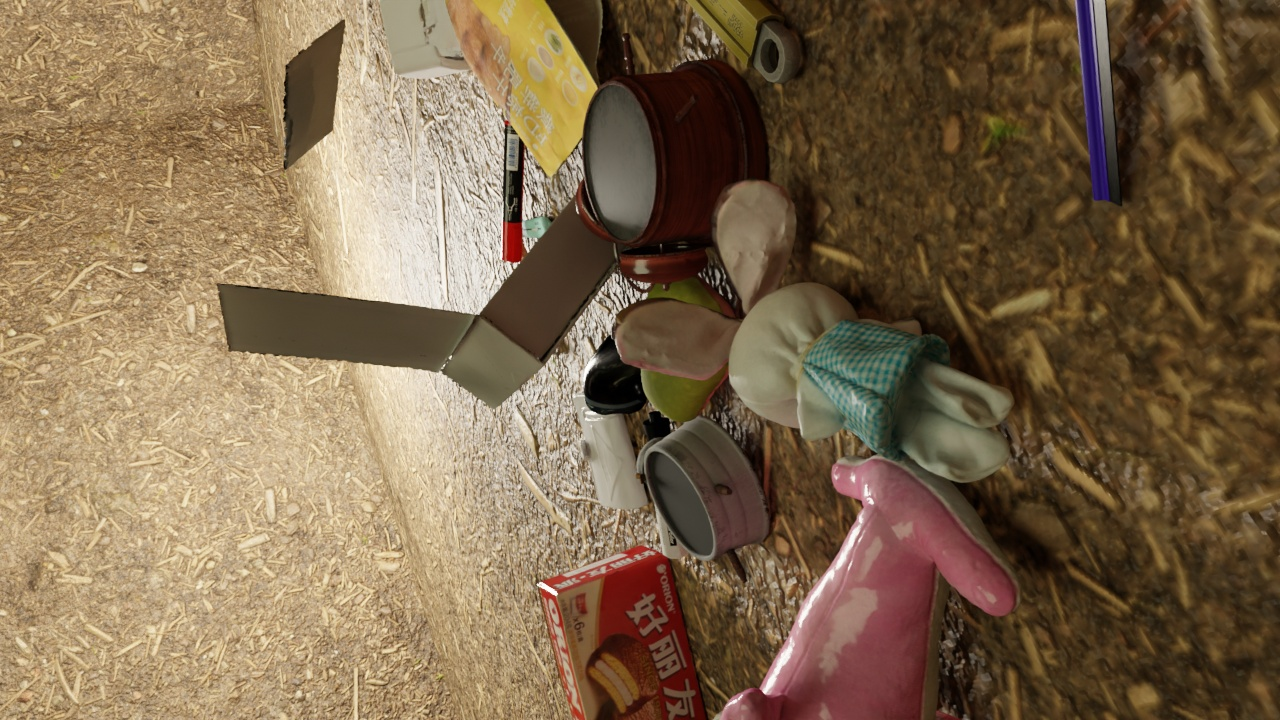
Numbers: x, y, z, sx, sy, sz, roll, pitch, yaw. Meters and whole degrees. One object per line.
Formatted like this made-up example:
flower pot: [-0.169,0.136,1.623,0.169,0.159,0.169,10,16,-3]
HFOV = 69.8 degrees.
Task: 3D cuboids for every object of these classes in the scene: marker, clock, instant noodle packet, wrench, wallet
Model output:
marker: [-0.127,-0.170,0.917,0.023,0.021,0.145,28,123,40]
clock: [0.013,-0.115,0.587,0.120,0.072,0.158,54,144,39]
instant noodle packet: [-0.090,-0.276,0.743,0.163,0.084,0.221,-23,88,66]
wrench: [0.023,-0.256,0.561,0.273,0.018,0.084,59,151,33]
wallet: [-0.032,0.083,0.866,0.086,0.032,0.116,-15,90,64]
marker: [0.022,0.103,0.766,0.025,0.025,0.126,16,118,63]
clock: [0.040,0.089,0.678,0.148,0.056,0.104,31,140,52]

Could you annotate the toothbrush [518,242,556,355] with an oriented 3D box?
toothbrush: [-0.112,-0.069,0.968,0.022,0.017,0.135,-7,97,63]

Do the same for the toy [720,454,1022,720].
toy: [0.097,0.178,0.488,0.186,0.127,0.266,-133,54,-64]

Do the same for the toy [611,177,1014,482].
toy: [0.103,0.000,0.479,0.205,0.131,0.105,31,172,39]

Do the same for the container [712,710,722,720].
container: [0.086,0.325,0.721,0.080,0.049,0.129,59,152,32]

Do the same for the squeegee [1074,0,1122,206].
squeegee: [0.109,-0.195,0.362,0.185,0.055,0.250,35,151,56]

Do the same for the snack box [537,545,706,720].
snack box: [-0.008,0.301,0.839,0.060,0.113,0.236,-5,99,65]

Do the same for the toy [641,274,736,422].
toy: [0.029,-0.008,0.643,0.090,0.051,0.110,48,135,36]

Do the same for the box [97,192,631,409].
box: [-0.165,-0.033,0.670,0.167,0.368,0.150,-35,70,65]

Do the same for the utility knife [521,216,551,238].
utility knife: [-0.112,-0.135,0.938,0.129,0.015,0.022,-164,61,-67]

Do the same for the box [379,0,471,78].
box: [-0.182,-0.347,0.911,0.124,0.137,0.109,-45,-54,-69]

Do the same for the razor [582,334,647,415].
razor: [-0.004,0.004,0.742,0.063,0.052,0.141,38,149,-7]

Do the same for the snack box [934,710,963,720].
snack box: [0.174,0.243,0.514,0.133,0.021,0.089,-13,90,66]
